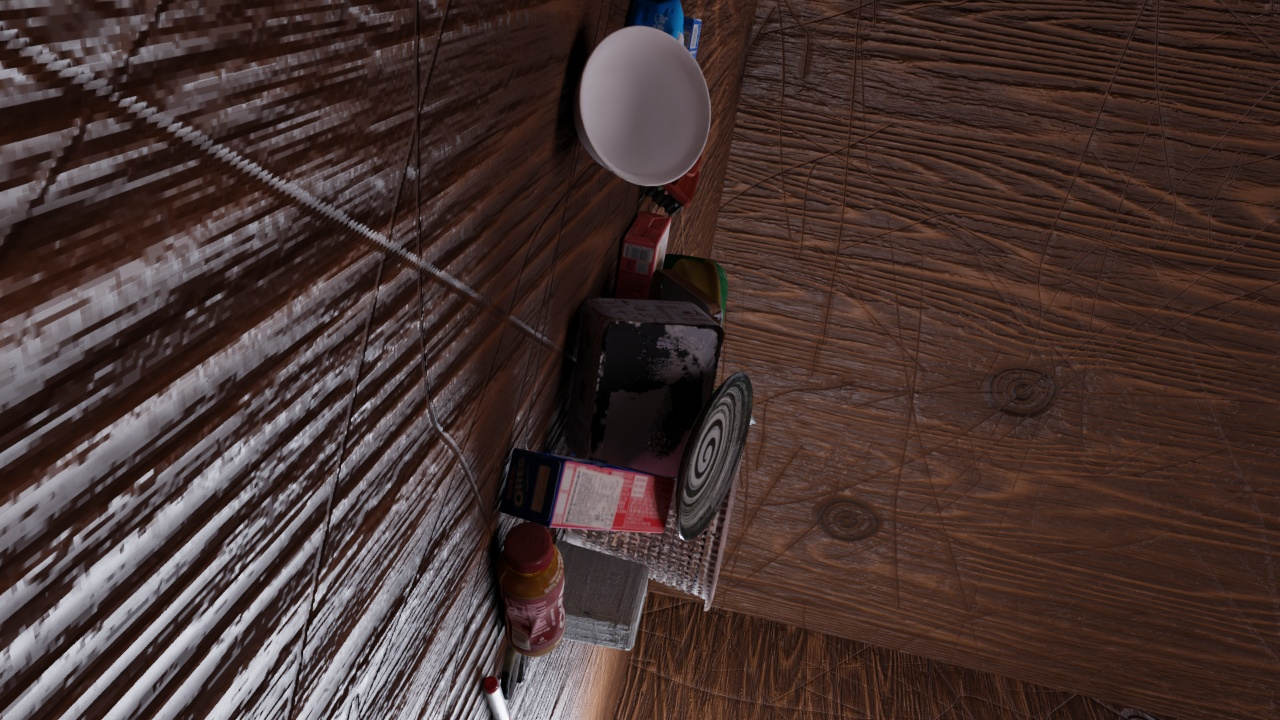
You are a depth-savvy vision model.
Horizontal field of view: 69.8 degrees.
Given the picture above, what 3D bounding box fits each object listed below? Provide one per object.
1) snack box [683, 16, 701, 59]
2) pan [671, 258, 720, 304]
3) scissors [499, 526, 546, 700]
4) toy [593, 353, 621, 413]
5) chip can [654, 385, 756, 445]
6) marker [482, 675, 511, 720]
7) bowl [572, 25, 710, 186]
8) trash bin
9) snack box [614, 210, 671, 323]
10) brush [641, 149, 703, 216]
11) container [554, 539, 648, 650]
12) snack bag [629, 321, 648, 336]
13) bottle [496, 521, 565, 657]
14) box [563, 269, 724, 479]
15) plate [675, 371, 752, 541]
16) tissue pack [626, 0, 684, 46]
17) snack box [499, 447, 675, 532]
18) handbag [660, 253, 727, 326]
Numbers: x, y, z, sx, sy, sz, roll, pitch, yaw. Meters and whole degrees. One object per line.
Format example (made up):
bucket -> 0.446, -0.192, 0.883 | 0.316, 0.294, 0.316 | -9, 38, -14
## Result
snack box -> 0.049, -0.361, 1.186 | 0.084, 0.026, 0.157 | -62, 163, -68
pan -> 0.053, -0.008, 1.221 | 0.358, 0.078, 0.197 | 131, -33, -71
scissors -> -0.118, 0.264, 0.940 | 0.170, 0.014, 0.160 | -73, 172, -50
toy -> -0.035, 0.011, 1.087 | 0.084, 0.039, 0.108 | 52, 50, -65
chip can -> 0.048, 0.108, 1.259 | 0.071, 0.215, 0.071 | 58, 7, -11
marker -> -0.136, 0.329, 0.878 | 0.145, 0.017, 0.017 | 93, 11, -55
bowl -> -0.011, -0.194, 0.717 | 0.065, 0.118, 0.118 | 9, -94, 57
trash bin -> 0.016, 0.177, 1.140 | 0.227, 0.192, 0.227 | 14, 88, -84
snack box -> 0.000, -0.108, 1.147 | 0.113, 0.044, 0.127 | -68, 169, -62
brush -> 0.051, -0.247, 1.195 | 0.069, 0.063, 0.145 | -45, -168, 28
container -> -0.054, 0.275, 1.064 | 0.090, 0.114, 0.090 | 95, 9, -49
snack bag -> -0.002, -0.054, 1.257 | 0.048, 0.026, 0.104 | -47, 135, -57
bottle -> -0.096, 0.202, 0.808 | 0.175, 0.057, 0.057 | 95, 9, -51
box -> -0.005, 0.005, 0.989 | 0.193, 0.156, 0.183 | -133, -131, -59
plate -> 0.069, 0.094, 0.927 | 0.178, 0.024, 0.180 | -49, 150, -42
tissue pack -> 0.008, -0.266, 0.872 | 0.095, 0.052, 0.157 | 70, 32, -78
snack box -> -0.041, 0.118, 0.818 | 0.207, 0.057, 0.058 | 22, 80, -60
handbag -> 0.058, -0.085, 1.303 | 0.120, 0.131, 0.067 | 86, 20, -44
